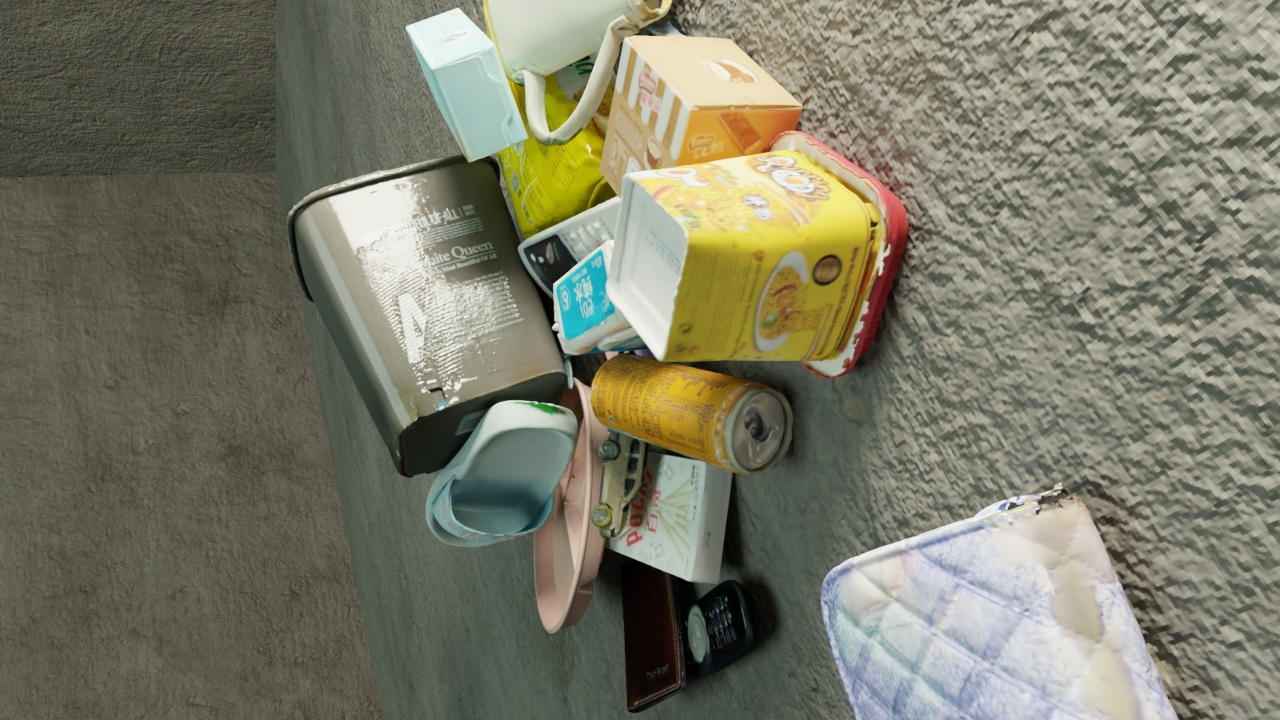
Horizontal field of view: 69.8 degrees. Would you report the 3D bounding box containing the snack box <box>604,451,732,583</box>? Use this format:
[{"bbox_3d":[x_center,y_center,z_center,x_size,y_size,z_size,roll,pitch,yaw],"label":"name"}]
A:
[{"bbox_3d":[0.017,0.114,0.705,0.157,0.026,0.084,-2,79,64],"label":"snack box"}]

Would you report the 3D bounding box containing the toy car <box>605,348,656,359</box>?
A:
[{"bbox_3d":[-0.004,0.004,0.730,0.122,0.037,0.056,61,146,39],"label":"toy car"}]

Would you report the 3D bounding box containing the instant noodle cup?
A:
[{"bbox_3d":[0.056,-0.054,0.489,0.116,0.123,0.116,53,141,46],"label":"instant noodle cup"}]

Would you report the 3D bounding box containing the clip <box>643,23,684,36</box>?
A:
[{"bbox_3d":[0.023,-0.216,0.627,0.056,0.024,0.029,58,141,38],"label":"clip"}]

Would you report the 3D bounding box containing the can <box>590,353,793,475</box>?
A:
[{"bbox_3d":[0.030,0.033,0.612,0.146,0.058,0.058,14,109,50],"label":"can"}]

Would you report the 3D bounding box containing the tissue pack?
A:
[{"bbox_3d":[0.000,-0.042,0.645,0.140,0.089,0.063,-25,74,63],"label":"tissue pack"}]

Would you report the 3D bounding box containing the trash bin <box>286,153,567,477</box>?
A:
[{"bbox_3d":[-0.183,-0.034,0.830,0.219,0.198,0.199,63,159,19],"label":"trash bin"}]

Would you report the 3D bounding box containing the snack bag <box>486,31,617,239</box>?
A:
[{"bbox_3d":[-0.079,-0.210,0.792,0.158,0.068,0.246,-56,49,54],"label":"snack bag"}]

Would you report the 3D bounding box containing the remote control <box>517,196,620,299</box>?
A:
[{"bbox_3d":[-0.042,-0.088,0.733,0.150,0.021,0.058,-14,115,49],"label":"remote control"}]

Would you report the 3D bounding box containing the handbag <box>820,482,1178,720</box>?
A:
[{"bbox_3d":[0.162,0.162,0.387,0.134,0.075,0.193,-41,61,55],"label":"handbag"}]

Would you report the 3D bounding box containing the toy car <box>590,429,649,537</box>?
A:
[{"bbox_3d":[-0.015,0.091,0.697,0.042,0.035,0.090,-16,-64,-78],"label":"toy car"}]

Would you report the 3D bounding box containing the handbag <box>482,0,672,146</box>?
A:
[{"bbox_3d":[-0.050,-0.249,0.653,0.164,0.063,0.178,-6,83,47],"label":"handbag"}]

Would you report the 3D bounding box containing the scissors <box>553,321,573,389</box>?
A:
[{"bbox_3d":[-0.068,-0.015,0.848,0.136,0.017,0.105,158,122,-73],"label":"scissors"}]

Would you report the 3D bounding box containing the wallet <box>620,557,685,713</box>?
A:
[{"bbox_3d":[0.009,0.212,0.740,0.097,0.020,0.122,126,146,-53],"label":"wallet"}]

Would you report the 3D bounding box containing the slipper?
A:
[{"bbox_3d":[-0.121,0.116,0.811,0.246,0.104,0.074,126,149,-48],"label":"slipper"}]

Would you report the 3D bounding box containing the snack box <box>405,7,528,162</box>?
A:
[{"bbox_3d":[-0.140,-0.223,0.727,0.174,0.051,0.074,-124,13,-55],"label":"snack box"}]

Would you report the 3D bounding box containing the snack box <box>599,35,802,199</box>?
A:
[{"bbox_3d":[0.033,-0.136,0.567,0.092,0.077,0.095,59,146,40],"label":"snack box"}]

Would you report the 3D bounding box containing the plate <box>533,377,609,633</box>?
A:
[{"bbox_3d":[-0.064,0.130,0.836,0.230,0.028,0.229,-174,91,-74],"label":"plate"}]

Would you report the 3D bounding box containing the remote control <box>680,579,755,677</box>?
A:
[{"bbox_3d":[0.057,0.195,0.664,0.137,0.024,0.053,120,141,-57],"label":"remote control"}]

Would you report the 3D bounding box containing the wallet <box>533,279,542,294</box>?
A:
[{"bbox_3d":[-0.141,-0.041,0.987,0.106,0.040,0.133,-128,44,-55],"label":"wallet"}]
